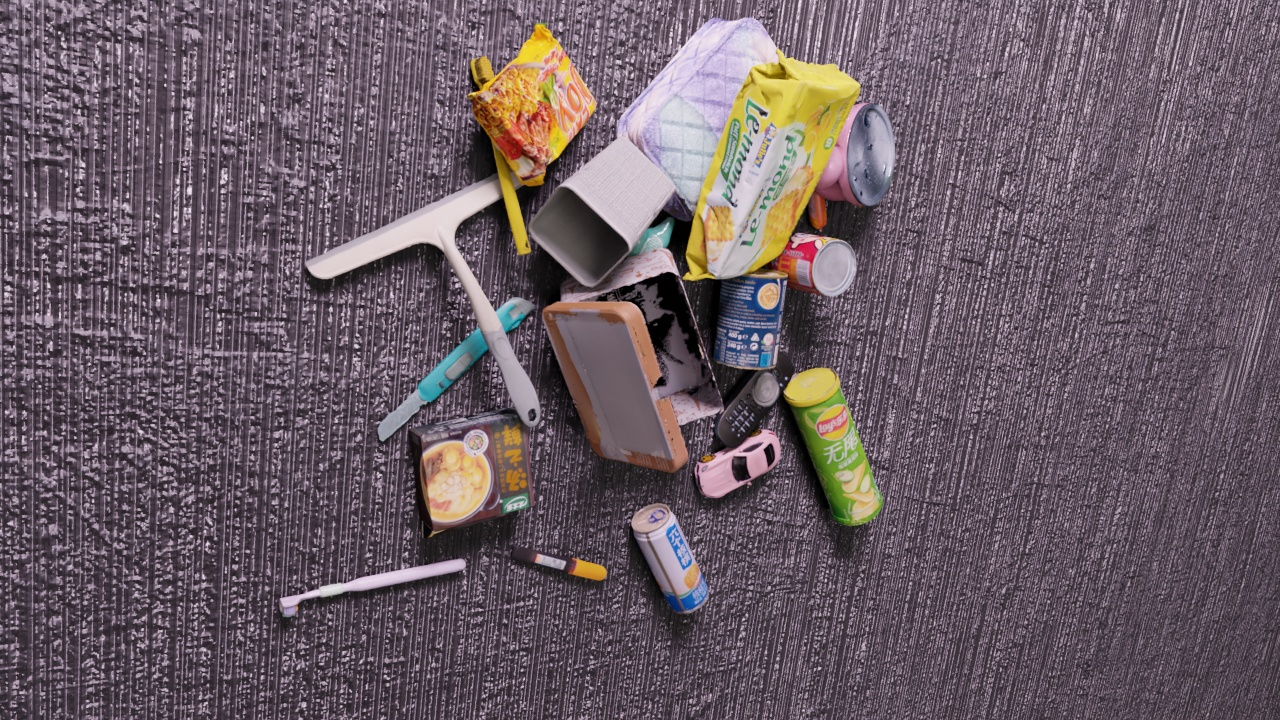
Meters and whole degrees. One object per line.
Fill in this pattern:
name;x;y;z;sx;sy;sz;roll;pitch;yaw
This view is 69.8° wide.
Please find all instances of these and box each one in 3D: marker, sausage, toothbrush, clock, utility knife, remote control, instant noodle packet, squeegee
marker;-0.093;0.231;1.048;0.123;0.015;0.018;21;90;-30
sausage;0.203;-0.232;1.092;0.021;0.021;0.165;-22;114;-24
toothbrush;-0.132;-0.196;0.882;0.015;0.017;0.190;-22;102;-48
clock;0.234;-0.244;1.063;0.158;0.060;0.117;17;84;-50
utility knife;-0.187;0.006;0.930;0.207;0.013;0.029;-45;120;-13
remote control;0.137;0.047;1.126;0.053;0.024;0.136;45;76;-23
instant noodle packet;-0.098;-0.244;0.880;0.111;0.044;0.128;56;49;-33
squeegee;-0.153;-0.039;0.897;0.246;0.039;0.246;-30;106;-21
toothbrush;-0.269;0.229;0.939;0.188;0.029;0.021;-8;69;-30

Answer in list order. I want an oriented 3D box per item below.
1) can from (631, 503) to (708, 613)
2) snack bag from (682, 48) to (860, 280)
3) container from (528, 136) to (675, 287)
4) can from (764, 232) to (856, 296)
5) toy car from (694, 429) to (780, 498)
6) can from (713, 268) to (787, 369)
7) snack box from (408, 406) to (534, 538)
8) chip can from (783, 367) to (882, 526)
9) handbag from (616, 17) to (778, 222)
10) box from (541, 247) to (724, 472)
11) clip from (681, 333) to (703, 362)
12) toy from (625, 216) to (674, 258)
can;0.036;0.238;1.101;0.053;0.053;0.135;-34;118;-19
snack bag;0.130;-0.199;0.958;0.157;0.068;0.247;-21;139;-52
container;-0.034;-0.151;0.907;0.090;0.090;0.114;43;51;-8
can;0.197;-0.114;1.077;0.066;0.094;0.066;-8;107;-29
toy car;0.123;0.129;1.134;0.122;0.037;0.056;-26;113;-21
can;0.126;-0.049;1.064;0.075;0.075;0.111;-2;104;-30
snack box;-0.173;0.121;0.952;0.113;0.053;0.126;-12;104;-28
chip can;0.252;0.116;1.185;0.072;0.073;0.221;-35;119;-18
handbag;0.071;-0.260;0.976;0.193;0.075;0.134;-48;127;-9
box;-0.006;0.007;0.924;0.153;0.178;0.182;-20;115;2
clip;0.024;-0.019;1.038;0.083;0.035;0.104;-48;117;-12
toy;-0.016;-0.122;0.989;0.091;0.030;0.096;18;101;-28
